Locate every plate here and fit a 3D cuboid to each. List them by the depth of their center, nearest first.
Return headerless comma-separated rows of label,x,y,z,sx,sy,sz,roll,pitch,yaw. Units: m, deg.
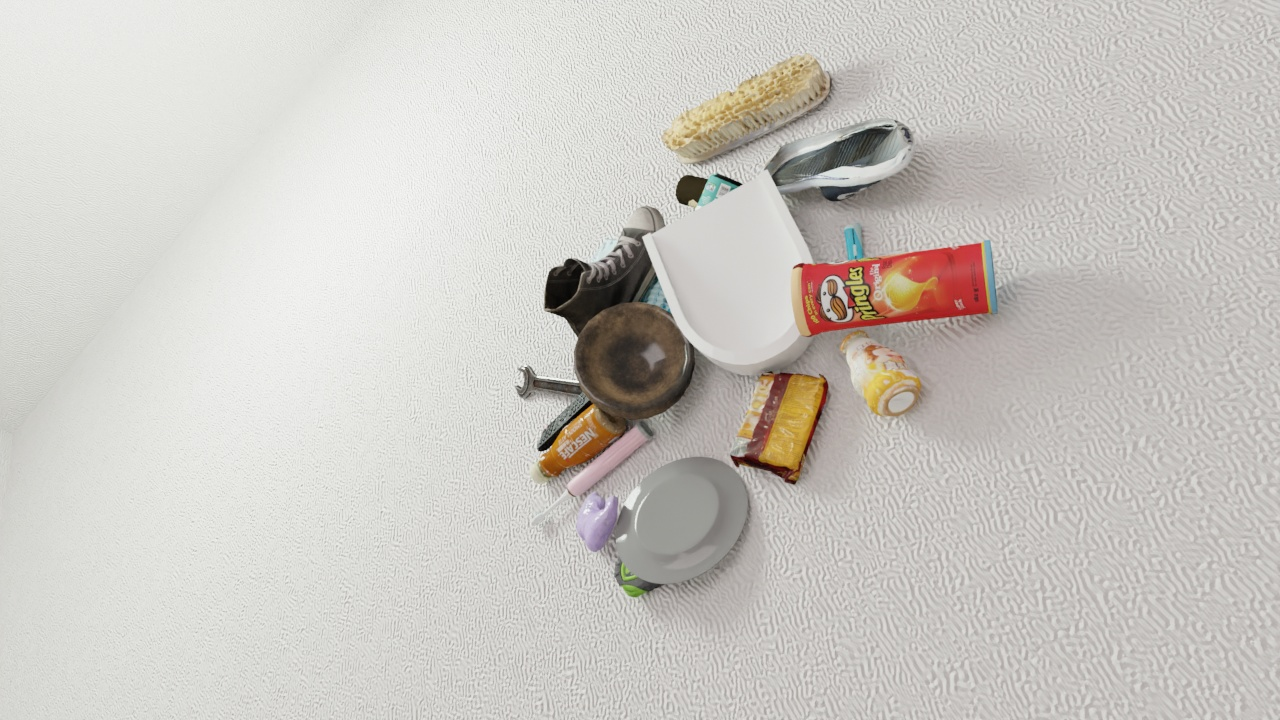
plate,0.046,0.191,1.127,0.179,0.012,0.178,-19,43,19

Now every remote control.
remote control,-0.098,0.080,1.326,0.151,0.022,0.047,-43,20,34

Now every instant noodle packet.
instant noodle packet,0.168,0.076,1.104,0.099,0.039,0.135,5,67,44

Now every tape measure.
tape measure,0.002,0.260,1.140,0.066,0.036,0.058,-29,58,21

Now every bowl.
bowl,-0.007,0.007,1.241,0.162,0.070,0.162,-1,66,3

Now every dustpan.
dustpan,0.125,-0.108,1.182,0.192,0.053,0.257,-27,67,12

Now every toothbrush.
toothbrush,-0.072,0.161,1.273,0.223,0.027,0.026,-40,12,15

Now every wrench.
wrench,-0.102,0.042,1.368,0.274,0.010,0.070,6,98,45

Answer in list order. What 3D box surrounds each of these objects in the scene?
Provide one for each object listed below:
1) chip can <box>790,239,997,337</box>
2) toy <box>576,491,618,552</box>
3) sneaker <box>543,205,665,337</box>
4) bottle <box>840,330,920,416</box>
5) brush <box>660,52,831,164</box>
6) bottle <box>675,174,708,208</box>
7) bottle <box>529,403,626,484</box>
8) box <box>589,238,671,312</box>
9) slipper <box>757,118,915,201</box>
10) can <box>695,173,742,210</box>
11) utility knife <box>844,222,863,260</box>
chip can,0.283,-0.080,1.029,0.214,0.087,0.086,-6,60,23
toy,-0.056,0.207,1.205,0.080,0.036,0.100,-65,17,3
sneaker,-0.050,-0.139,1.324,0.095,0.120,0.234,20,77,45
bottle,0.267,0.012,1.037,0.063,0.063,0.109,-42,44,13
brush,0.157,-0.375,1.384,0.272,0.056,0.083,-18,53,33
bottle,0.133,-0.231,1.326,0.185,0.045,0.045,22,80,40
bottle,-0.094,0.121,1.297,0.167,0.059,0.059,-40,44,28
box,-0.001,-0.130,1.385,0.227,0.039,0.181,14,73,45
slipper,0.262,-0.254,1.213,0.264,0.063,0.111,4,58,52
can,0.105,-0.207,1.283,0.055,0.054,0.102,35,106,48
utility knife,0.273,-0.114,1.148,0.022,0.015,0.140,-6,59,10
